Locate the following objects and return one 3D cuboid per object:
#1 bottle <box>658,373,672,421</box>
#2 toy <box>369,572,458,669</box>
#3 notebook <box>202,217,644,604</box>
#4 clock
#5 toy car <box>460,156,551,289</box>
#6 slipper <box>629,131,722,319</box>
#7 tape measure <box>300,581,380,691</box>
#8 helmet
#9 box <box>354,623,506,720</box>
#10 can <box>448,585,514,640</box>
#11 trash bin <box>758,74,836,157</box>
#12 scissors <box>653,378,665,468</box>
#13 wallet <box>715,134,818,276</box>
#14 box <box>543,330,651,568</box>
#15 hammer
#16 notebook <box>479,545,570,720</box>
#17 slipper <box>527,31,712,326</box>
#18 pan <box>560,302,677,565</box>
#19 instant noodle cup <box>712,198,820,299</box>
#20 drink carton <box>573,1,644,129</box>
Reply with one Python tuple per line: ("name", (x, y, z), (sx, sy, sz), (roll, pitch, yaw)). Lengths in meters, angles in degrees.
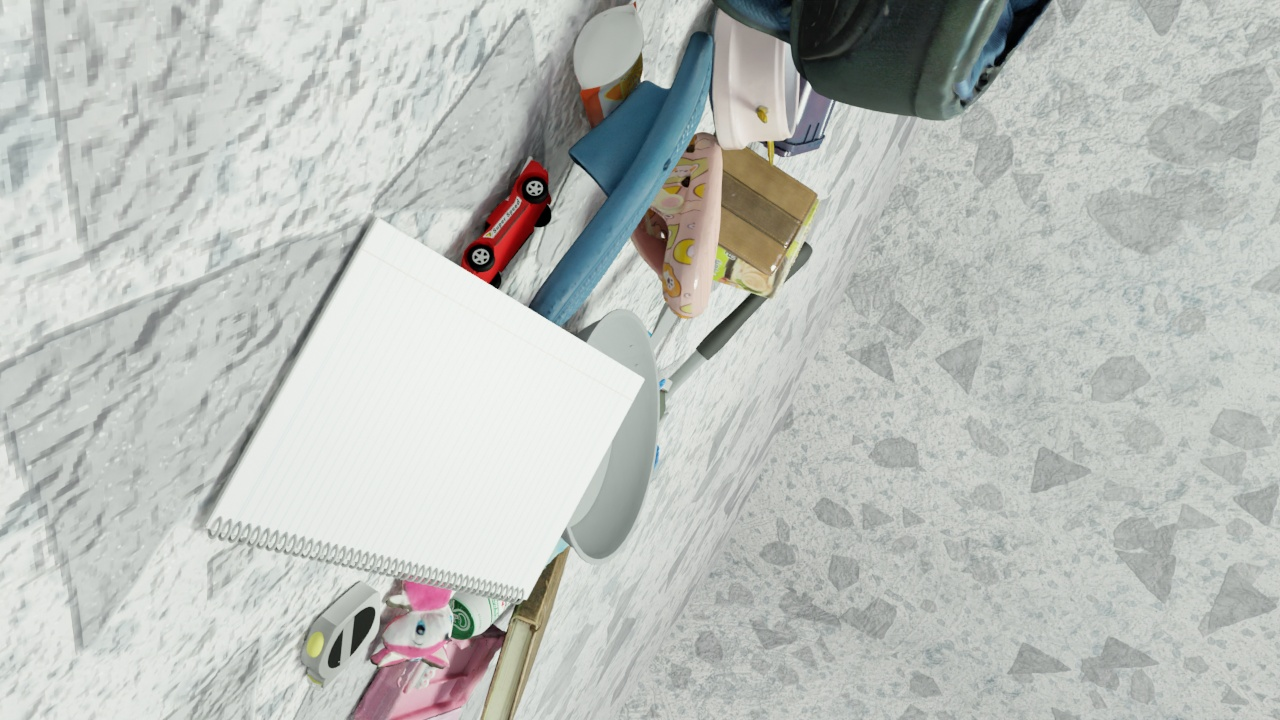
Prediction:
("bottle", (-0.009, 0.061, 1.005), (0.108, 0.060, 0.060), (-61, 166, -3))
("toy", (-0.172, 0.207, 0.727), (0.065, 0.050, 0.102), (1, 110, -36))
("notebook", (-0.107, 0.049, 0.545), (0.245, 0.013, 0.178), (32, 85, -50))
("clock", (0.097, -0.250, 0.750), (0.116, 0.059, 0.158), (23, 71, -73))
("toy car", (-0.083, -0.080, 0.564), (0.089, 0.025, 0.038), (-55, 171, -16))
("slipper", (0.025, -0.111, 0.756), (0.093, 0.081, 0.196), (85, 9, -45))
("tape measure", (-0.210, 0.193, 0.645), (0.064, 0.017, 0.065), (-45, 158, -50))
("helmet", (0.119, -0.273, 0.477), (0.315, 0.236, 0.250), (-49, 161, -35))
("box", (-0.208, 0.330, 0.863), (0.179, 0.039, 0.233), (-64, 166, -11))
("can", (-0.141, 0.207, 0.837), (0.100, 0.053, 0.053), (-39, 153, -58))
("trash bin", (0.147, -0.279, 0.856), (0.092, 0.094, 0.161), (-28, 143, -50))
("scissors", (-0.022, 0.066, 0.965), (0.015, 0.127, 0.125), (-168, -116, -69))
("wallet", (0.104, -0.153, 0.903), (0.098, 0.121, 0.027), (-62, -167, -1))
("box", (-0.062, 0.060, 0.812), (0.243, 0.071, 0.170), (-24, 117, -67))
("hammer", (0.089, -0.023, 1.088), (0.311, 0.029, 0.125), (-46, 169, 5))
("notebook", (-0.107, 0.249, 0.949), (0.215, 0.034, 0.190), (-71, 179, -68))
("slipper", (-0.018, -0.114, 0.588), (0.214, 0.059, 0.103), (-58, -179, 10))
("pan", (-0.005, 0.004, 0.777), (0.201, 0.051, 0.355), (74, 29, -43))
("instant noodle cup", (0.127, -0.138, 0.992), (0.146, 0.098, 0.146), (28, 87, -85))
("drink carton", (-0.016, -0.177, 0.611), (0.069, 0.039, 0.122), (-61, 172, -7))
